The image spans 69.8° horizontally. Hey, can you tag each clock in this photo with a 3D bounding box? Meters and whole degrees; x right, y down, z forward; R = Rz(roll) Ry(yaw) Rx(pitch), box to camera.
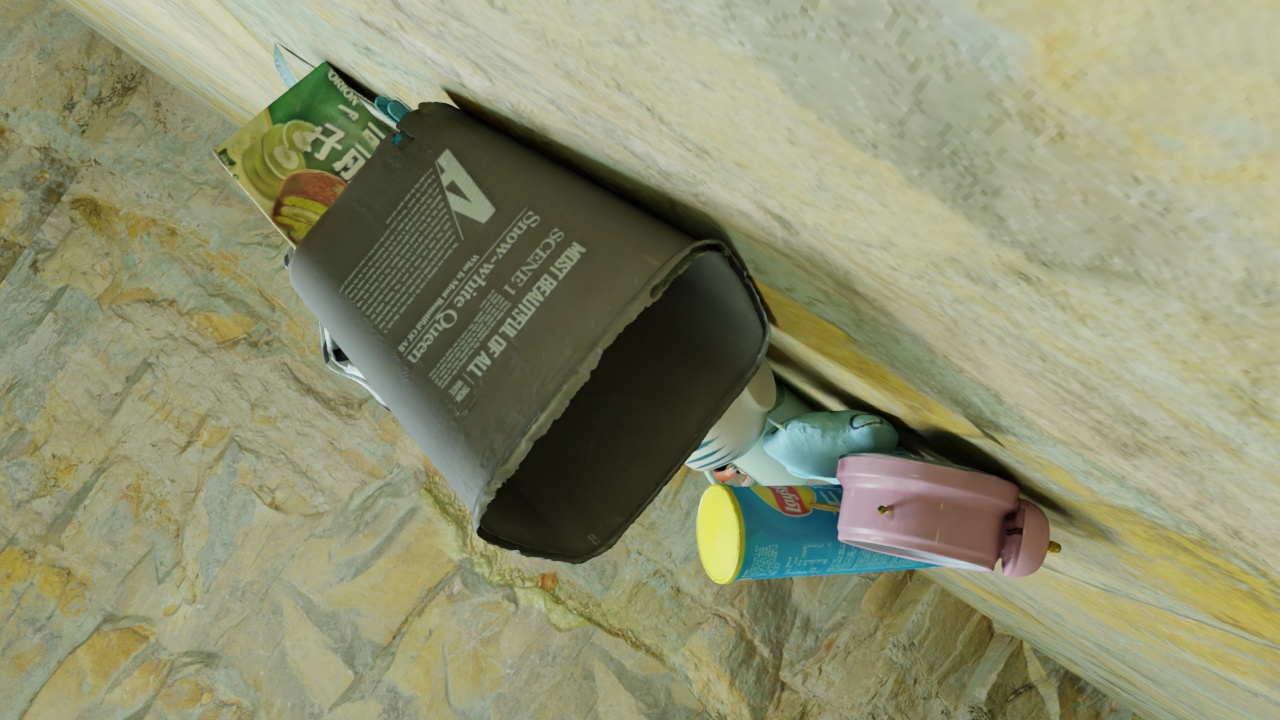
[{"bbox_3d":[0.205,0.107,0.617,0.158,0.059,0.117,14,168,-14],"label":"clock"}]

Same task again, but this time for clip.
[{"bbox_3d":[-0.173,-0.178,0.690,0.034,0.013,0.055,30,173,47],"label":"clip"}]

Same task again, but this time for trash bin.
[{"bbox_3d":[-0.071,-0.024,0.559,0.220,0.199,0.198,39,178,24],"label":"trash bin"}]

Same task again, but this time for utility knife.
[{"bbox_3d":[-0.255,-0.171,0.774,0.033,0.015,0.218,-29,90,45],"label":"utility knife"}]

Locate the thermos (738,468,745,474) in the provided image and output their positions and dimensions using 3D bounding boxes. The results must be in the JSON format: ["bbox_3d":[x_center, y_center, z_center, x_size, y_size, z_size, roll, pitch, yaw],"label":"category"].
[{"bbox_3d":[0.093,0.060,0.969,0.067,0.087,0.199,8,-174,-19],"label":"thermos"}]

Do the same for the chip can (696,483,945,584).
[{"bbox_3d":[0.151,0.127,0.694,0.210,0.071,0.071,1,-171,-21],"label":"chip can"}]

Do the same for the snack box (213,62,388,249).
[{"bbox_3d":[-0.209,-0.105,0.726,0.240,0.114,0.063,50,176,2],"label":"snack box"}]

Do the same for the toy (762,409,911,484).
[{"bbox_3d":[0.151,0.070,0.715,0.156,0.049,0.162,11,160,-27],"label":"toy"}]

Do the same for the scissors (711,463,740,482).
[{"bbox_3d":[0.130,0.086,0.957,0.015,0.214,0.196,36,-149,-16],"label":"scissors"}]

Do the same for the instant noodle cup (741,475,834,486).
[{"bbox_3d":[0.180,0.128,0.990,0.116,0.116,0.124,33,164,11],"label":"instant noodle cup"}]

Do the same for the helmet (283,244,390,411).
[{"bbox_3d":[-0.222,-0.085,0.903,0.145,0.230,0.258,-18,-116,-43],"label":"helmet"}]

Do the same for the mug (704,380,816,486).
[{"bbox_3d":[0.097,0.069,0.823,0.106,0.112,0.082,37,-179,-20],"label":"mug"}]

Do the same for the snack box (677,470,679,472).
[{"bbox_3d":[-0.004,0.003,0.701,0.026,0.156,0.085,-20,145,28],"label":"snack box"}]

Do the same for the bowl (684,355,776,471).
[{"bbox_3d":[0.061,0.020,0.698,0.066,0.116,0.116,-21,142,30],"label":"bowl"}]
